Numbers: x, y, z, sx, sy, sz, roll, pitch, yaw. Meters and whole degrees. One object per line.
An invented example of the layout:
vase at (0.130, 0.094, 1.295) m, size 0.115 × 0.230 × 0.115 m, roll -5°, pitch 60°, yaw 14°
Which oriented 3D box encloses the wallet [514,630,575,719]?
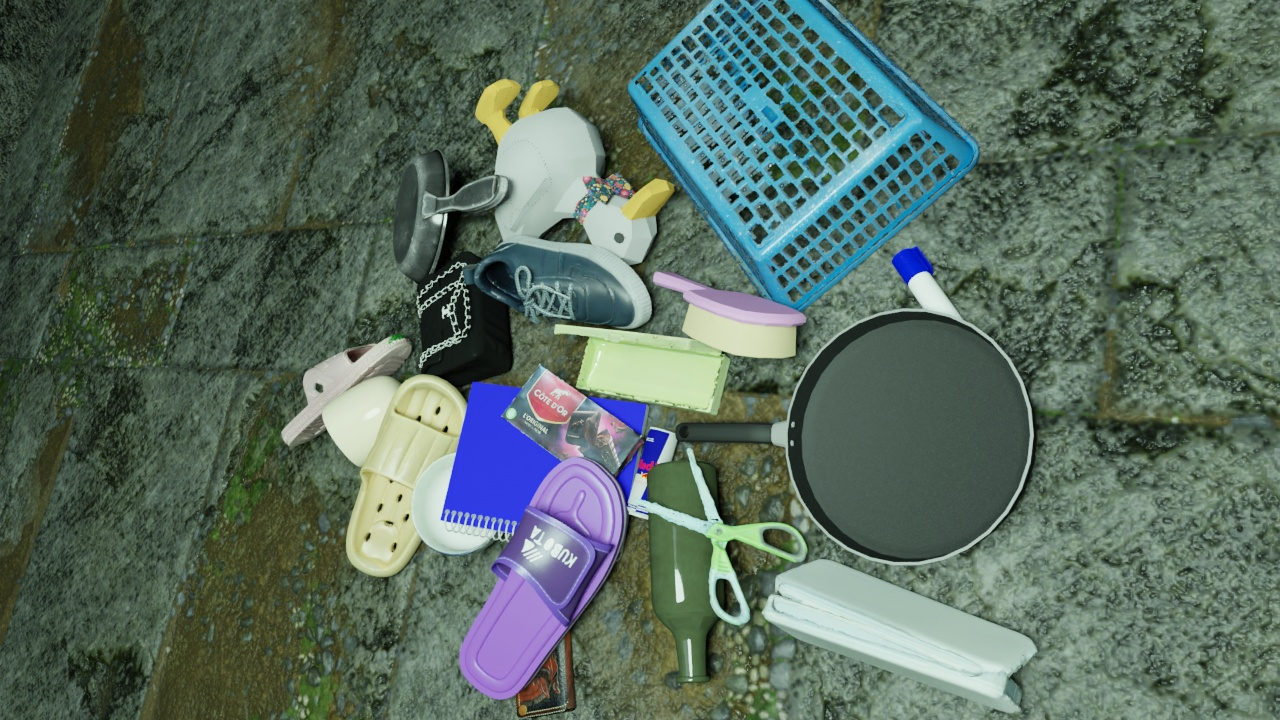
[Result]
wallet at (-0.106, 0.316, 0.988) m, size 0.072 × 0.019 × 0.123 m, roll -21°, pitch 63°, yaw 27°

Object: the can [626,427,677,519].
can at (0.013, 0.119, 0.968) m, size 0.032 × 0.032 × 0.095 m, roll 11°, pitch 80°, yaw 36°

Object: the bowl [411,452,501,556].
bowl at (-0.200, 0.169, 1.069) m, size 0.118 × 0.062 × 0.118 m, roll -4°, pitch 75°, yaw 13°

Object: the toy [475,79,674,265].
toy at (-0.092, -0.209, 1.098) m, size 0.247 × 0.140 × 0.267 m, roll -38°, pitch 80°, yaw 38°

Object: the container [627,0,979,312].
container at (0.142, -0.257, 0.975) m, size 0.257 × 0.089 × 0.362 m, roll -41°, pitch 56°, yaw 16°

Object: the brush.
brush at (0.075, -0.051, 0.946) m, size 0.229 × 0.089 × 0.043 m, roll 29°, pitch 115°, yaw 58°

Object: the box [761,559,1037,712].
box at (0.203, 0.240, 0.755) m, size 0.216 × 0.122 × 0.083 m, roll 16°, pitch 106°, yaw 42°

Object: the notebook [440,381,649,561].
notebook at (-0.107, 0.119, 1.014) m, size 0.209 × 0.022 × 0.171 m, roll 7°, pitch 75°, yaw 16°

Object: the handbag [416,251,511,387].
handbag at (-0.240, -0.050, 1.152) m, size 0.125 × 0.114 × 0.153 m, roll -23°, pitch 66°, yaw 29°

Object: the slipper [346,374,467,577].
slipper at (-0.286, 0.148, 1.113) m, size 0.111 × 0.079 × 0.261 m, roll 22°, pitch 94°, yaw -6°

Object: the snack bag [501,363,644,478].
snack bag at (-0.075, 0.073, 1.002) m, size 0.155 × 0.018 × 0.074 m, roll 33°, pitch 83°, yaw 23°

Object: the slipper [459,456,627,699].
slipper at (-0.108, 0.228, 0.933) m, size 0.107 × 0.084 × 0.266 m, roll 31°, pitch 95°, yaw 16°

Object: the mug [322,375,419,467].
mug at (-0.342, 0.069, 1.195) m, size 0.100 × 0.096 × 0.120 m, roll -33°, pitch 18°, yaw -1°

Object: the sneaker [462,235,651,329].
sneaker at (-0.099, -0.083, 1.055) m, size 0.236 × 0.089 × 0.087 m, roll 18°, pitch 40°, yaw 30°

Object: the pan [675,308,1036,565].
pan at (0.183, 0.069, 0.857) m, size 0.357 × 0.034 × 0.225 m, roll -3°, pitch 78°, yaw 39°

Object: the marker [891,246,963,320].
marker at (0.278, -0.050, 0.850) m, size 0.027 × 0.023 × 0.133 m, roll -27°, pitch 59°, yaw 3°

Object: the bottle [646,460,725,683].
bottle at (0.045, 0.204, 0.891) m, size 0.072 × 0.071 × 0.206 m, roll -15°, pitch 66°, yaw 30°

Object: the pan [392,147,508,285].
pan at (-0.252, -0.195, 1.168) m, size 0.358 × 0.055 × 0.187 m, roll -2°, pitch 83°, yaw 62°

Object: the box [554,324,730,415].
box at (-0.002, 0.010, 0.997) m, size 0.188 × 0.091 × 0.083 m, roll 8°, pitch 95°, yaw 39°

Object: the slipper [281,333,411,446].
slipper at (-0.414, 0.030, 1.249) m, size 0.240 × 0.094 × 0.064 m, roll -39°, pitch 84°, yaw 22°

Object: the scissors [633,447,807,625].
scissors at (0.071, 0.167, 0.860) m, size 0.171 × 0.025 × 0.159 m, roll 17°, pitch 74°, yaw 5°
